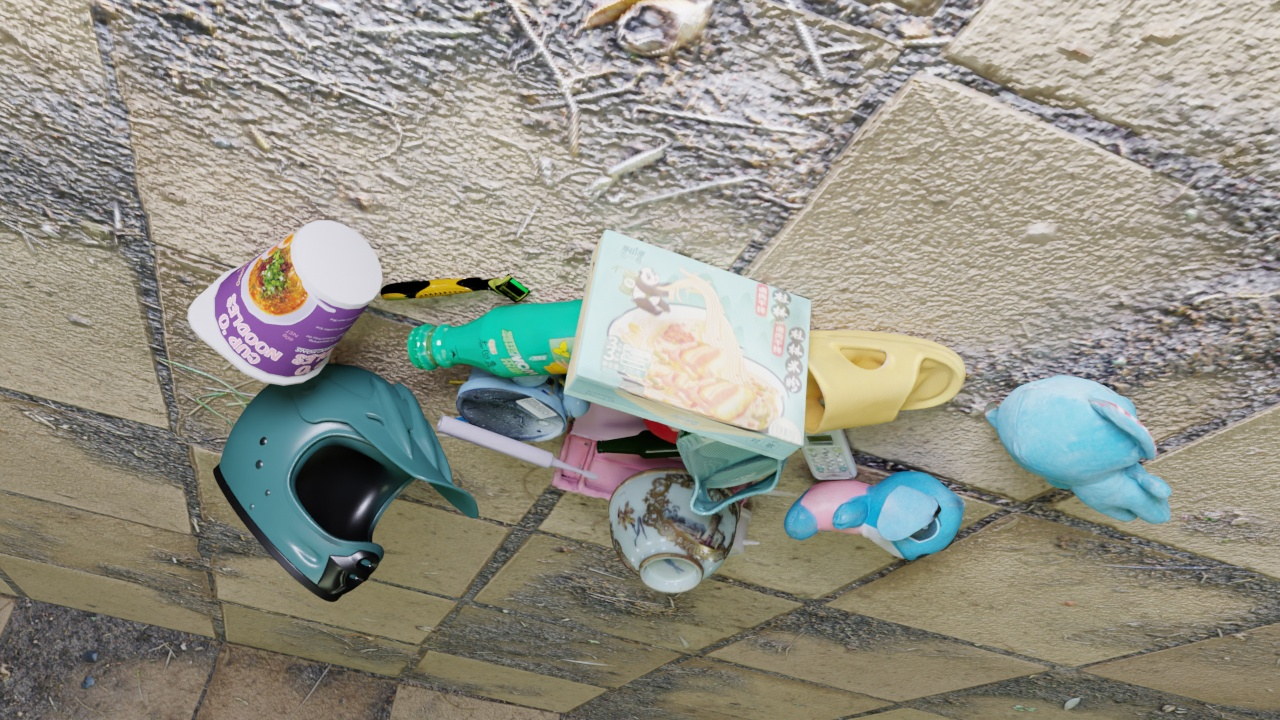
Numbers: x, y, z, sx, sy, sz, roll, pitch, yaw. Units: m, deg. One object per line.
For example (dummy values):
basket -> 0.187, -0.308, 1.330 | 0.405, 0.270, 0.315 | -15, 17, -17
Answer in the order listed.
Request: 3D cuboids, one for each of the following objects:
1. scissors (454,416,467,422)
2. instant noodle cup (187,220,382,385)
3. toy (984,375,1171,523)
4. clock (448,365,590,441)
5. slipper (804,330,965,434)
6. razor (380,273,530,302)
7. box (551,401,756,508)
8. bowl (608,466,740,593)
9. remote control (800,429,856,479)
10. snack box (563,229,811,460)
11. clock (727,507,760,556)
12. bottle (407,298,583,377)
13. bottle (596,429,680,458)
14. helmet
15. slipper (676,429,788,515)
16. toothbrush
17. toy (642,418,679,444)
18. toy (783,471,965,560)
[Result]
scissors -> -0.165, 0.066, 1.070 | 0.126, 0.013, 0.125 | 0, 147, 19
instant noodle cup -> -0.301, -0.059, 0.804 | 0.122, 0.121, 0.136 | -30, 159, 35
toy -> 0.416, 0.078, 0.837 | 0.180, 0.114, 0.184 | 38, 165, -12
clock -> -0.117, 0.033, 0.951 | 0.162, 0.060, 0.118 | -15, 142, 35
slipper -> 0.159, 0.024, 0.844 | 0.263, 0.078, 0.100 | 8, 150, 6
razor -> -0.175, -0.065, 0.841 | 0.144, 0.021, 0.044 | -3, 165, 18
box -> 0.027, 0.109, 1.065 | 0.232, 0.040, 0.180 | 15, 133, -9
bowl -> 0.037, 0.211, 1.067 | 0.160, 0.093, 0.160 | 2, 132, 2
remote control -> 0.202, 0.094, 1.000 | 0.050, 0.022, 0.133 | -3, 147, 21
snack box -> 0.044, -0.012, 0.751 | 0.193, 0.141, 0.044 | 17, 148, -13
clock -> 0.070, 0.212, 1.193 | 0.159, 0.061, 0.120 | 11, 159, -5
bottle -> -0.120, -0.018, 0.858 | 0.210, 0.068, 0.068 | -3, 147, 21
bottle -> 0.013, 0.091, 1.003 | 0.123, 0.033, 0.033 | -4, 147, 10
helmet -> -0.307, 0.112, 0.970 | 0.275, 0.200, 0.176 | 38, 170, 34
slipper -> 0.097, 0.107, 0.914 | 0.116, 0.069, 0.276 | -19, 160, 6
toothbrush -> -0.128, 0.098, 0.990 | 0.188, 0.018, 0.019 | 22, 155, -21
toy -> 0.047, 0.049, 0.923 | 0.092, 0.062, 0.133 | 7, 160, -1
toy -> 0.276, 0.179, 1.058 | 0.192, 0.098, 0.224 | -5, 165, 29
